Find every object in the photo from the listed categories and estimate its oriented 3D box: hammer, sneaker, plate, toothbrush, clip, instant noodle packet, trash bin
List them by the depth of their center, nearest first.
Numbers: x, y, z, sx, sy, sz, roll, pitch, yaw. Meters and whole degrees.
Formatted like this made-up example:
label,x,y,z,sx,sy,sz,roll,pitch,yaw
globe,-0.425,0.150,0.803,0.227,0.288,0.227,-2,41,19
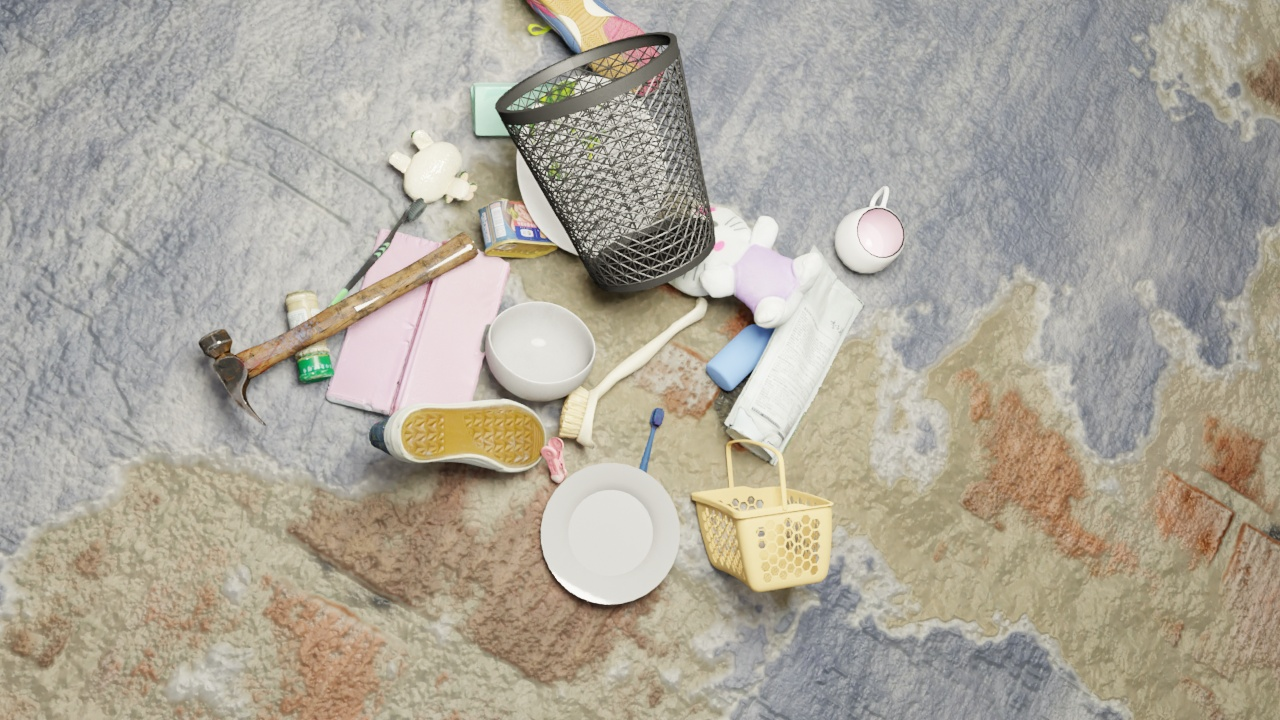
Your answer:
label,x,y,z,sx,sy,sz,roll,pitch,yaw
sneaker,-0.212,0.086,1.081,0.235,0.079,0.087,10,82,-51
hammer,-0.337,-0.053,1.083,0.329,0.033,0.120,-31,90,-14
trash bin,-0.023,-0.227,1.089,0.216,0.217,0.243,-31,120,-16
toothbrush,-0.328,-0.128,1.135,0.017,0.014,0.188,36,84,26
clip,-0.107,0.128,1.146,0.022,0.035,0.058,-4,114,23
plate,-0.037,0.216,1.152,0.173,0.019,0.172,0,80,-1
toothbrush,0.001,0.151,1.183,0.016,0.017,0.189,18,78,-10
plate,-0.066,-0.249,1.193,0.229,0.030,0.229,-5,99,-35
instant noodle packet,0.204,-0.003,1.222,0.147,0.057,0.268,41,72,-41
sneaker,-0.067,-0.452,1.233,0.242,0.091,0.116,42,80,-24

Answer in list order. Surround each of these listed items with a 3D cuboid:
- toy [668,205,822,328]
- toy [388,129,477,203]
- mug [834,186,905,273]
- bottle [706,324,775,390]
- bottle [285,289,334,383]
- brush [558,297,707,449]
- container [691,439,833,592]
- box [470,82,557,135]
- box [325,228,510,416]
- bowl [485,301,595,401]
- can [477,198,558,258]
label,x,y,z,sx,sy,sz,roll,pitch,yaw
toy,0.129,-0.123,1.185,0.209,0.085,0.137,33,80,35
toy,-0.261,-0.237,1.163,0.112,0.050,0.087,36,80,-12
mug,0.320,-0.182,1.275,0.090,0.076,0.123,19,78,-10
bottle,0.148,-0.019,1.226,0.131,0.048,0.048,-43,93,-15
bottle,-0.399,-0.029,1.104,0.042,0.043,0.110,-13,84,-15
brush,-0.007,0.007,1.188,0.271,0.062,0.077,-44,97,-19
container,0.149,0.181,1.128,0.129,0.183,0.167,-6,90,-14
box,-0.131,-0.338,1.221,0.188,0.079,0.077,-5,123,-14
box,-0.272,-0.039,1.131,0.180,0.055,0.232,15,79,-9
bowl,-0.127,-0.004,1.140,0.131,0.065,0.131,9,49,-11
can,-0.155,-0.166,1.158,0.099,0.054,0.059,-4,79,-51
